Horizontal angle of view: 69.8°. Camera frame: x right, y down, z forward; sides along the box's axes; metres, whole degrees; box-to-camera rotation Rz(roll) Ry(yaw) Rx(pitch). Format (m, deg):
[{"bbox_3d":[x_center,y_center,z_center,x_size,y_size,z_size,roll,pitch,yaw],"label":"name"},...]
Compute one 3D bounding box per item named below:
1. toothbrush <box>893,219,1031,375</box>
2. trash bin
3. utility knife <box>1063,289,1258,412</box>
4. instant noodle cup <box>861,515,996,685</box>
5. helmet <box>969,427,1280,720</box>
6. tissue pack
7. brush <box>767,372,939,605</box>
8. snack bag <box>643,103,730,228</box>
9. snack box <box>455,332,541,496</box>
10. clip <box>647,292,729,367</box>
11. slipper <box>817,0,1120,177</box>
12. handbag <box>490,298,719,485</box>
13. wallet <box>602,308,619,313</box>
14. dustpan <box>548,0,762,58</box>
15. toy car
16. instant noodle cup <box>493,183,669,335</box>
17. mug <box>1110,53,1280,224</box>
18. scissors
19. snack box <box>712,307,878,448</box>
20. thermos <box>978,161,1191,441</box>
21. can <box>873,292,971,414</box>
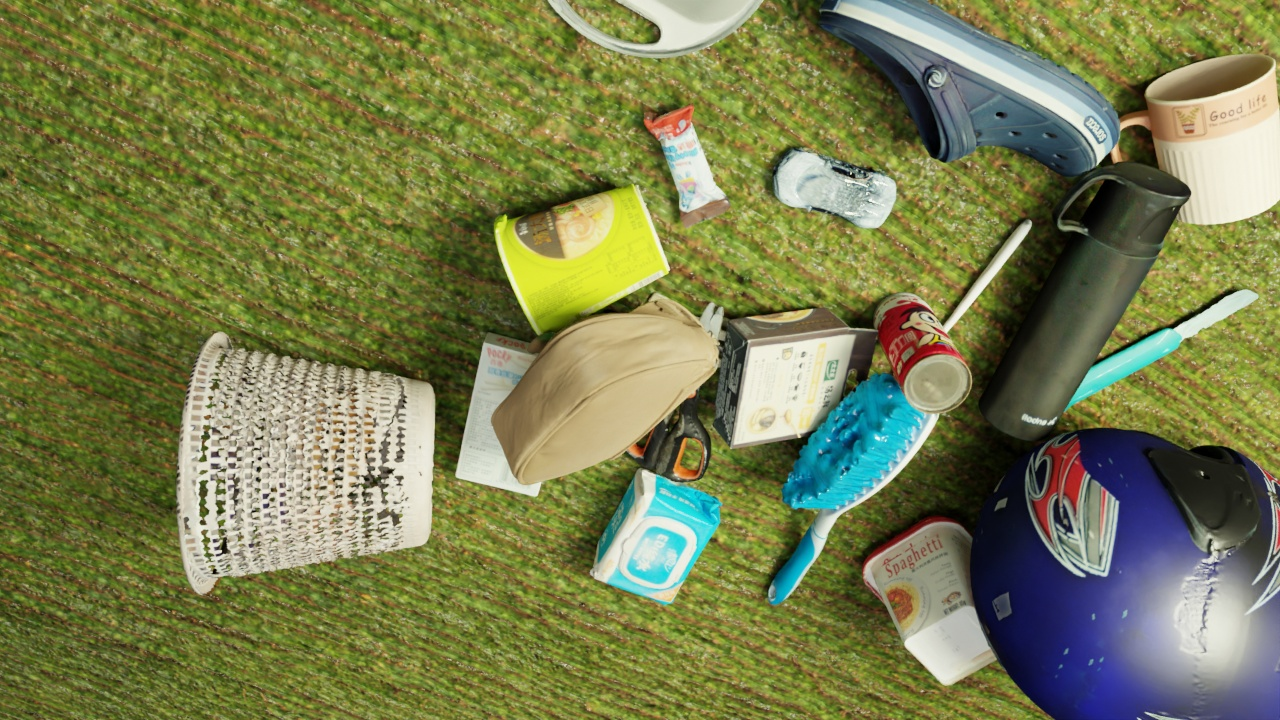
[{"bbox_3d":[0.285,-0.051,0.818,0.016,0.016,0.180,29,115,-7],"label":"toothbrush"},{"bbox_3d":[-0.284,0.091,0.818,0.192,0.227,0.228,2,118,-13],"label":"trash bin"},{"bbox_3d":[0.451,-0.002,0.837,0.220,0.013,0.029,-33,109,20],"label":"utility knife"},{"bbox_3d":[0.296,0.237,0.903,0.116,0.124,0.116,-38,109,19],"label":"instant noodle cup"},{"bbox_3d":[0.415,0.172,0.790,0.240,0.314,0.248,28,130,9],"label":"helmet"},{"bbox_3d":[0.015,0.179,0.919,0.090,0.063,0.140,23,115,-9],"label":"tissue pack"},{"bbox_3d":[0.174,0.138,0.870,0.109,0.060,0.315,11,128,-33],"label":"brush"},{"bbox_3d":[0.039,-0.164,0.764,0.045,0.026,0.105,-20,117,9],"label":"snack bag"},{"bbox_3d":[-0.122,0.055,0.882,0.084,0.026,0.157,15,117,-5],"label":"snack box"},{"bbox_3d":[0.053,-0.027,0.825,0.100,0.074,0.035,26,115,-12],"label":"clip"},{"bbox_3d":[0.242,-0.199,0.693,0.252,0.105,0.095,27,108,-8],"label":"slipper"},{"bbox_3d":[-0.037,0.023,0.760,0.147,0.099,0.205,-10,158,-37],"label":"handbag"},{"bbox_3d":[-0.005,0.005,0.833,0.097,0.019,0.121,19,142,-8],"label":"wallet"},{"bbox_3d":[0.030,-0.367,0.671,0.222,0.143,0.257,26,86,-11],"label":"dustpan"},{"bbox_3d":[0.162,-0.143,0.767,0.105,0.031,0.049,15,116,-5],"label":"toy car"},{"bbox_3d":[-0.045,-0.090,0.768,0.123,0.111,0.112,-22,114,3],"label":"instant noodle cup"},{"bbox_3d":[0.435,-0.169,0.722,0.115,0.081,0.106,-6,122,35],"label":"mug"},{"bbox_3d":[0.024,0.027,0.818,0.139,0.021,0.235,10,133,24],"label":"scissors"},{"bbox_3d":[0.136,0.016,0.821,0.125,0.053,0.113,-8,123,-21],"label":"snack box"},{"bbox_3d":[0.354,-0.047,0.768,0.090,0.068,0.243,12,125,-1],"label":"thermos"},{"bbox_3d":[0.234,-0.010,0.775,0.053,0.132,0.053,1,117,2],"label":"can"}]
